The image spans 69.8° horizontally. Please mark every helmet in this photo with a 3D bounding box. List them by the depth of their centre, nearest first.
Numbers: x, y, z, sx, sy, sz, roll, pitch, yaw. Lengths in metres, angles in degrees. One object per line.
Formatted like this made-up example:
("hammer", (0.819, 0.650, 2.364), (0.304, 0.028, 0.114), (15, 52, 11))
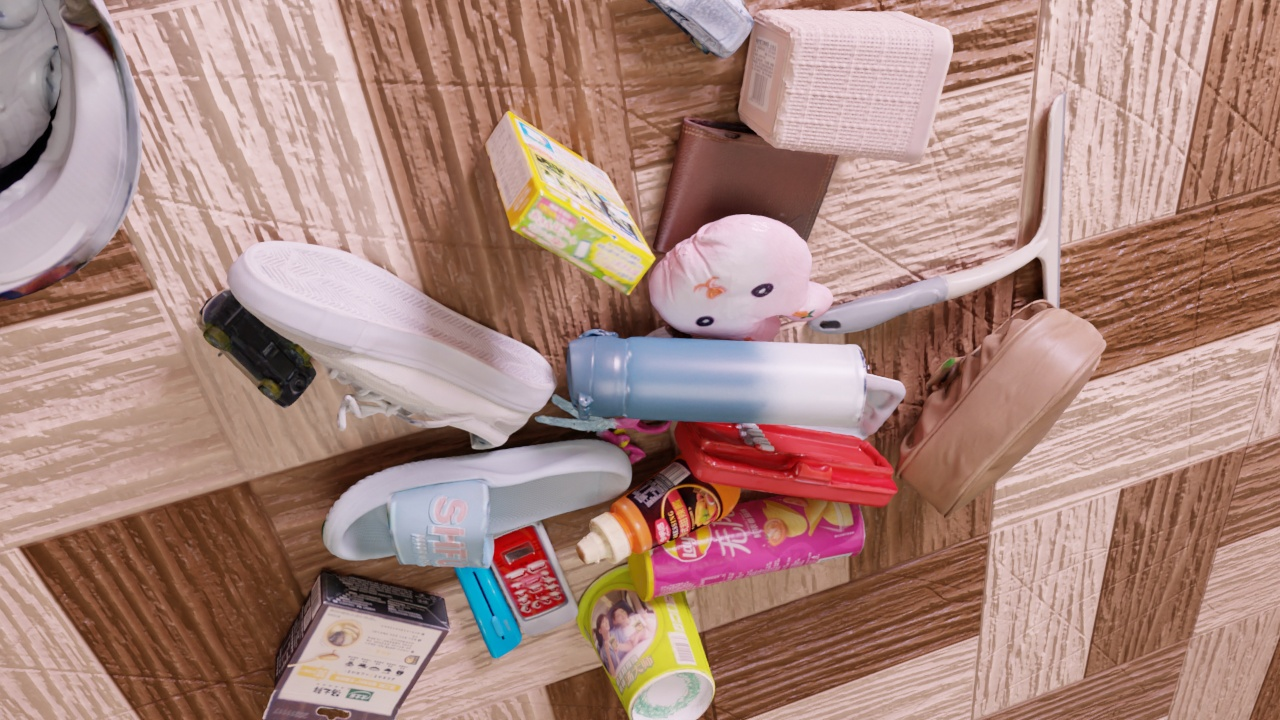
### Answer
("helmet", (-0.371, -0.161, 0.435), (0.229, 0.145, 0.258), (-38, 133, 7))

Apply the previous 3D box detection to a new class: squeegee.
("squeegee", (0.260, -0.067, 0.776), (0.246, 0.039, 0.247), (-20, 125, -6))

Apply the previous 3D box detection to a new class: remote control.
("remote control", (-0.098, 0.193, 0.819), (0.056, 0.020, 0.136), (-21, 124, -7))

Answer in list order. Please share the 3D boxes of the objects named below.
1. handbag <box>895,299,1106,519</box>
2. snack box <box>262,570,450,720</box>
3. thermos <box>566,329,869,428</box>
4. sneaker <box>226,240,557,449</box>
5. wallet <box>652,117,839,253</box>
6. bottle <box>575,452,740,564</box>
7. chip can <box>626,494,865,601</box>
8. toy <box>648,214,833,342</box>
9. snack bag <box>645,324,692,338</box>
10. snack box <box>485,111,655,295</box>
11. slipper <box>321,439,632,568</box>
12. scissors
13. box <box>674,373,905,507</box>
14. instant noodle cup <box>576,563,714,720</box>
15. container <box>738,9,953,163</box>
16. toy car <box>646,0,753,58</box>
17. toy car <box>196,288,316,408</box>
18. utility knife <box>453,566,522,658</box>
("handbag", (0.308, 0.036, 0.800), (0.147, 0.100, 0.205), (-18, 147, -52))
("snack box", (-0.242, 0.251, 0.783), (0.113, 0.053, 0.126), (23, 111, -29))
("thermos", (0.054, 0.014, 0.688), (0.220, 0.070, 0.070), (3, 120, -3))
("sneaker", (-0.177, 0.000, 0.641), (0.242, 0.089, 0.091), (27, 113, -37))
("wallet", (0.077, -0.123, 0.684), (0.124, 0.032, 0.101), (3, 121, -19))
("bottle", (0.012, 0.127, 0.770), (0.149, 0.067, 0.067), (-26, 127, -24))
("chip can", (0.096, 0.163, 0.839), (0.210, 0.071, 0.071), (-8, 122, -15))
("toy", (0.081, -0.053, 0.693), (0.122, 0.054, 0.159), (-29, 146, 29))
("snack bag", (-0.004, 0.004, 0.734), (0.104, 0.026, 0.048), (-28, 138, -1))
("snack box", (-0.048, -0.103, 0.585), (0.087, 0.140, 0.034), (27, 110, -31))
("slipper", (-0.120, 0.122, 0.720), (0.245, 0.074, 0.104), (-10, 149, -17))
("scissors", (-0.025, 0.047, 0.741), (0.084, 0.017, 0.137), (-39, 139, 12))
("box", (0.135, 0.050, 0.770), (0.201, 0.095, 0.102), (11, 118, -23))
("instant noodle cup", (0.010, 0.267, 0.837), (0.111, 0.123, 0.112), (-9, 122, -14))
("container", (0.134, -0.191, 0.629), (0.111, 0.090, 0.090), (-1, 120, -16))
("toy car", (0.035, -0.236, 0.600), (0.090, 0.034, 0.043), (33, 108, -31))
("toy car", (-0.264, -0.009, 0.626), (0.035, 0.042, 0.090), (-1, 136, 35))
("utility knife", (-0.141, 0.204, 0.812), (0.034, 0.018, 0.159), (-19, 123, -7))
